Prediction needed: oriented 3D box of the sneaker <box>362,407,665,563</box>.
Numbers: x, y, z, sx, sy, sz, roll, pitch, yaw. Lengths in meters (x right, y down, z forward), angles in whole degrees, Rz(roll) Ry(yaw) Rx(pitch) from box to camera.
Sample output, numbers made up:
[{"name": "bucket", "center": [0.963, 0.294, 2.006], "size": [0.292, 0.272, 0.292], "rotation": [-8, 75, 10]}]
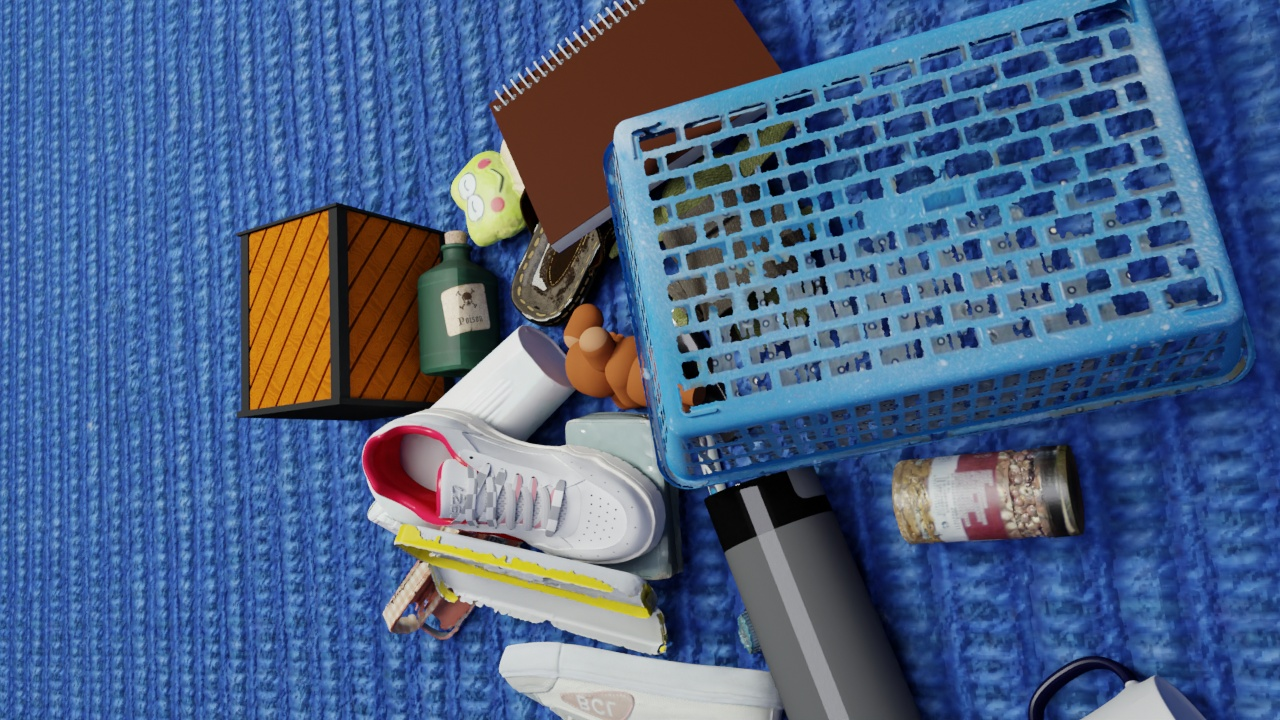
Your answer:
[{"name": "sneaker", "center": [-0.105, 0.100, 0.686], "size": [0.237, 0.104, 0.090], "rotation": [19, 101, 19]}]

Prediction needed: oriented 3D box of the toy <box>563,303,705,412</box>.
[{"name": "toy", "center": [-0.004, 0.004, 0.722], "size": [0.128, 0.095, 0.065], "rotation": [15, 62, 33]}]

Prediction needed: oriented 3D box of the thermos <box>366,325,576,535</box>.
[{"name": "thermos", "center": [-0.154, 0.067, 0.805], "size": [0.221, 0.099, 0.099], "rotation": [-43, 65, 19]}]

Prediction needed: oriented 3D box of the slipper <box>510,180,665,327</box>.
[{"name": "slipper", "center": [-0.038, -0.147, 0.758], "size": [0.113, 0.075, 0.268], "rotation": [41, 107, 28]}]

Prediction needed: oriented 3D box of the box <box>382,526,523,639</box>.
[{"name": "box", "center": [-0.155, 0.176, 0.811], "size": [0.187, 0.082, 0.042], "rotation": [-54, 49, 19]}]

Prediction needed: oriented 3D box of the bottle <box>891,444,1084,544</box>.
[{"name": "bottle", "center": [0.220, 0.086, 0.584], "size": [0.105, 0.056, 0.056], "rotation": [-10, 80, 31]}]

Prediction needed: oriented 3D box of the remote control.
[{"name": "remote control", "center": [0.044, 0.004, 0.728], "size": [0.032, 0.015, 0.136], "rotation": [-40, 66, 24]}]

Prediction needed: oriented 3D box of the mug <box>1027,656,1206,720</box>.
[{"name": "mug", "center": [0.275, 0.229, 0.532], "size": [0.097, 0.078, 0.111], "rotation": [-45, 36, 21]}]

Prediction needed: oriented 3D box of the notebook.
[{"name": "notebook", "center": [-0.011, -0.206, 0.713], "size": [0.209, 0.022, 0.171], "rotation": [-32, 60, 14]}]

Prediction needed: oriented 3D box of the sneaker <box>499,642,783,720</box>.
[{"name": "sneaker", "center": [-0.010, 0.268, 0.694], "size": [0.243, 0.089, 0.090], "rotation": [-2, 69, 29]}]

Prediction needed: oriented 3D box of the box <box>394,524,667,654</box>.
[{"name": "box", "center": [-0.084, 0.179, 0.720], "size": [0.210, 0.130, 0.036], "rotation": [8, 53, 18]}]

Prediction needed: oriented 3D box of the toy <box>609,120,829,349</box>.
[{"name": "toy", "center": [0.070, -0.084, 0.682], "size": [0.180, 0.078, 0.152], "rotation": [-34, 65, 23]}]

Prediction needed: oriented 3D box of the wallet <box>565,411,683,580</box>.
[{"name": "wallet", "center": [-0.011, 0.107, 0.735], "size": [0.101, 0.054, 0.131], "rotation": [-2, 87, 40]}]

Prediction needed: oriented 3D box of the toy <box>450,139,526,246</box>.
[{"name": "toy", "center": [-0.118, -0.160, 0.830], "size": [0.115, 0.046, 0.092], "rotation": [-32, 67, 18]}]

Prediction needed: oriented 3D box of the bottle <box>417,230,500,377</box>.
[{"name": "bottle", "center": [-0.166, -0.053, 0.841], "size": [0.061, 0.061, 0.131], "rotation": [-8, 81, 34]}]

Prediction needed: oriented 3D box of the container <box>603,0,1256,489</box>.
[{"name": "container", "center": [0.156, -0.079, 0.557], "size": [0.363, 0.089, 0.257], "rotation": [-13, 78, 13]}]

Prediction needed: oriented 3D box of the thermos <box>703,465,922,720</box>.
[{"name": "thermos", "center": [0.124, 0.192, 0.621], "size": [0.082, 0.082, 0.240], "rotation": [-30, 71, 27]}]

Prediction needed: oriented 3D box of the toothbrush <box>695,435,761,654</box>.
[{"name": "toothbrush", "center": [0.064, 0.129, 0.703], "size": [0.016, 0.017, 0.189], "rotation": [-23, 74, 37]}]

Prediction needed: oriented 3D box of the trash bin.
[{"name": "trash bin", "center": [-0.274, -0.036, 0.862], "size": [0.140, 0.139, 0.171], "rotation": [-8, 82, 32]}]
